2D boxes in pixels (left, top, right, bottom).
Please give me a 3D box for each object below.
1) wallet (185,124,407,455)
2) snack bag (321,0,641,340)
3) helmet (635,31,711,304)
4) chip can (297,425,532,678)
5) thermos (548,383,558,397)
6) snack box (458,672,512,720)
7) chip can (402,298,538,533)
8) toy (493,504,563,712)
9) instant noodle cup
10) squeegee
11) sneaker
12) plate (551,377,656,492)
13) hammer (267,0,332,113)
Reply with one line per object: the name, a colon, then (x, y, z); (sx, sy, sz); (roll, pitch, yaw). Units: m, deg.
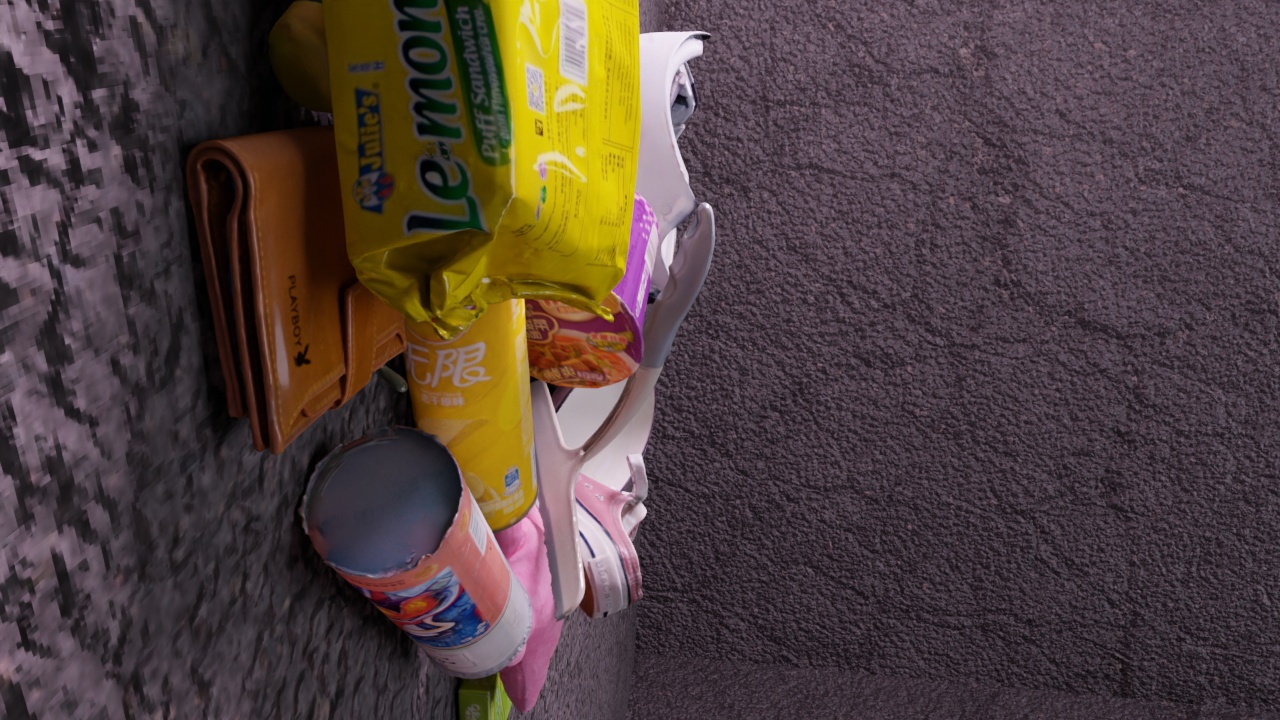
wallet: (-0.125, -0.030, 0.359); (0.130, 0.035, 0.119); (-73, 161, -71)
snack bag: (-0.052, -0.135, 0.368); (0.157, 0.068, 0.246); (-13, 100, -67)
helmet: (-0.026, -0.166, 0.821); (0.259, 0.146, 0.228); (98, -1, -71)
chip can: (-0.105, 0.109, 0.477); (0.215, 0.071, 0.071); (87, 8, -60)
thermos: (-0.064, -0.042, 0.974); (0.073, 0.073, 0.224); (-67, 161, -78)
snack box: (-0.118, 0.252, 0.761); (0.156, 0.026, 0.086); (-78, 171, -66)
chip can: (-0.095, 0.000, 0.506); (0.071, 0.072, 0.214); (-81, 174, -51)
toy: (-0.095, 0.159, 0.683); (0.195, 0.074, 0.178); (90, -7, -59)
instant noodle cup: (-0.040, -0.055, 0.566); (0.112, 0.111, 0.099); (89, 14, -52)
squeegee: (-0.004, 0.004, 0.623); (0.247, 0.039, 0.246); (-59, -153, 25)
sneaker: (-0.041, 0.130, 0.753); (0.241, 0.087, 0.118); (-152, -128, -64)
plate: (-0.056, 0.079, 0.939); (0.191, 0.039, 0.193); (-35, 137, -40)
hammer: (-0.105, -0.242, 0.409); (0.126, 0.032, 0.322); (85, 10, -63)
